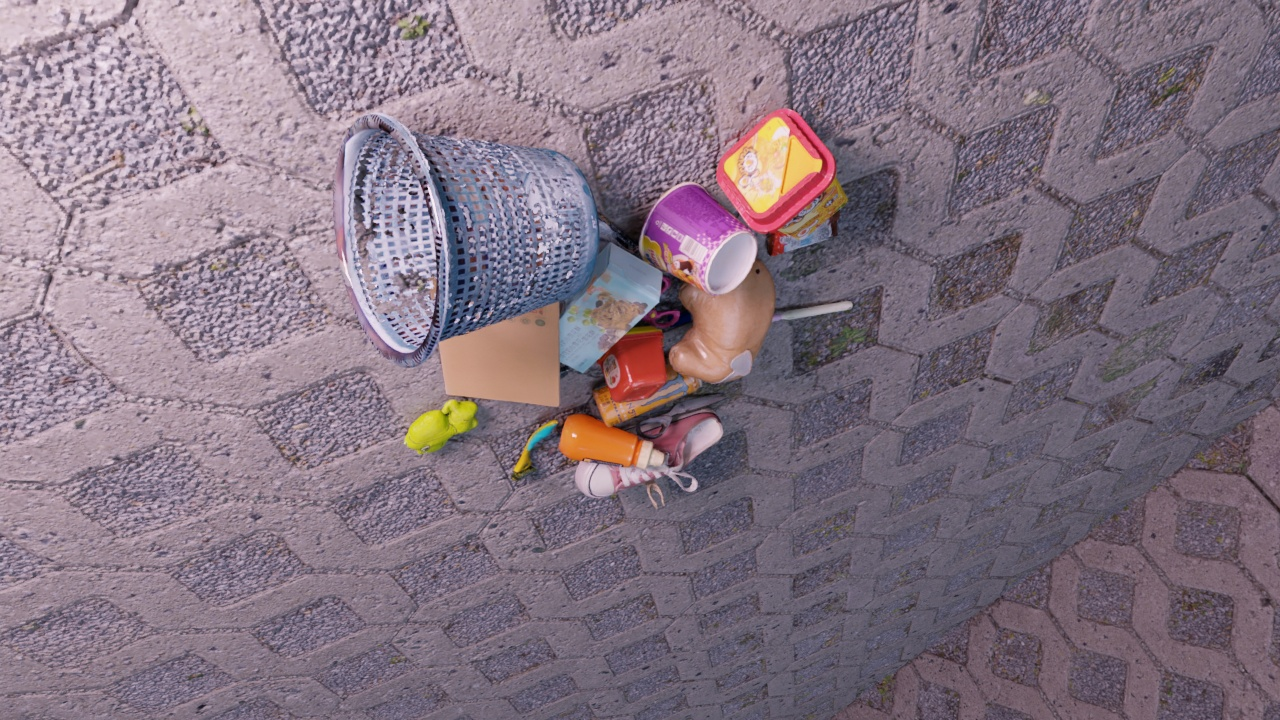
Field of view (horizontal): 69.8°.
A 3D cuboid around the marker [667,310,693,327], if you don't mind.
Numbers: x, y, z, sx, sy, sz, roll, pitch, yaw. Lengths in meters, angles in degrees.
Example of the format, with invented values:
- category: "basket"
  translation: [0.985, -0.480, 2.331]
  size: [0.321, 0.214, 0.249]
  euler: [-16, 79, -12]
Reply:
- category: "marker"
  translation: [0.106, -0.073, 1.231]
  size: [0.145, 0.017, 0.017]
  euler: [-18, 143, -10]

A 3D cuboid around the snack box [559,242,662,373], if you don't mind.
- category: "snack box"
  translation: [-0.052, -0.058, 1.075]
  size: [0.074, 0.051, 0.175]
  euler: [27, 136, -22]

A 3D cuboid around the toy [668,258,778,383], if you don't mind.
- category: "toy"
  translation: [0.112, -0.077, 1.172]
  size: [0.143, 0.082, 0.226]
  euler: [-8, 118, -32]

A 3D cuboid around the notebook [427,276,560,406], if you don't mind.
- category: "notebook"
  translation: [-0.169, -0.018, 1.093]
  size: [0.148, 0.008, 0.208]
  euler: [6, 140, 1]

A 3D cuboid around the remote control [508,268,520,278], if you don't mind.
- category: "remote control"
  translation: [-0.145, -0.105, 1.038]
  size: [0.058, 0.021, 0.150]
  euler: [-42, 141, 20]

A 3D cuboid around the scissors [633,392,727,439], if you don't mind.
- category: "scissors"
  translation: [0.056, 0.062, 1.362]
  size: [0.174, 0.133, 0.014]
  euler: [-53, -170, -34]

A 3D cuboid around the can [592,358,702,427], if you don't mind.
- category: "can"
  translation: [0.009, 0.040, 1.279]
  size: [0.146, 0.058, 0.058]
  euler: [-23, 144, -4]

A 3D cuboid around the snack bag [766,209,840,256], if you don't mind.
- category: "snack bag"
  translation: [0.209, -0.162, 1.174]
  size: [0.105, 0.026, 0.045]
  euler: [-18, 134, -11]

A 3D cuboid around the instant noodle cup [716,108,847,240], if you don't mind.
- category: "instant noodle cup"
  translation: [0.168, -0.201, 1.040]
  size: [0.116, 0.116, 0.123]
  euler: [-40, 153, 18]

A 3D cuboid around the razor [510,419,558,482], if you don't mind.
- category: "razor"
  translation: [-0.149, 0.123, 1.313]
  size: [0.043, 0.028, 0.133]
  euler: [-23, 155, -46]

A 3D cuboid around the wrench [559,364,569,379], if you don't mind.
- category: "wrench"
  translation: [-0.047, -0.072, 1.137]
  size: [0.056, 0.016, 0.274]
  euler: [27, 119, -31]

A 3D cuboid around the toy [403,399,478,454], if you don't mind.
- category: "toy"
  translation: [-0.261, 0.086, 1.199]
  size: [0.100, 0.031, 0.097]
  euler: [-15, 143, -22]

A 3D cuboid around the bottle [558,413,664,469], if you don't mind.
- category: "bottle"
  translation: [-0.038, 0.122, 1.299]
  size: [0.149, 0.066, 0.067]
  euler: [15, 136, 1]

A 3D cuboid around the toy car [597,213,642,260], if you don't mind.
- category: "toy car"
  translation: [-0.035, -0.129, 1.058]
  size: [0.105, 0.031, 0.049]
  euler: [31, 115, -37]

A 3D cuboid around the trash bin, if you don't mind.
- category: "trash bin"
  translation: [-0.157, -0.120, 0.875]
  size: [0.194, 0.226, 0.227]
  euler: [-13, 144, -38]

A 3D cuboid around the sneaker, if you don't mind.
- category: "sneaker"
  translation: [0.021, 0.145, 1.371]
  size: [0.241, 0.088, 0.118]
  euler: [-23, 120, -10]

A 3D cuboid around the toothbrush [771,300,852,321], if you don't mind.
- category: "toothbrush"
  translation: [0.224, -0.069, 1.306]
  size: [0.189, 0.020, 0.029]
  euler: [-8, 147, -24]

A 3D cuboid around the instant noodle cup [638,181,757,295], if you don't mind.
- category: "instant noodle cup"
  translation: [0.072, -0.132, 1.043]
  size: [0.111, 0.099, 0.112]
  euler: [-32, 142, -29]

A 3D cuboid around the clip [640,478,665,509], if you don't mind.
- category: "clip"
  translation: [0.020, 0.176, 1.435]
  size: [0.094, 0.102, 0.035]
  euler: [-43, 147, -20]

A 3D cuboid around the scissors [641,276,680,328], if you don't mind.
- category: "scissors"
  translation: [-0.012, -0.067, 1.170]
  size: [0.135, 0.017, 0.108]
  euler: [-5, 132, -15]

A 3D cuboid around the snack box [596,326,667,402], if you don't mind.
- category: "snack box"
  translation: [-0.007, 0.007, 1.191]
  size: [0.082, 0.080, 0.091]
  euler: [-8, 162, -22]
